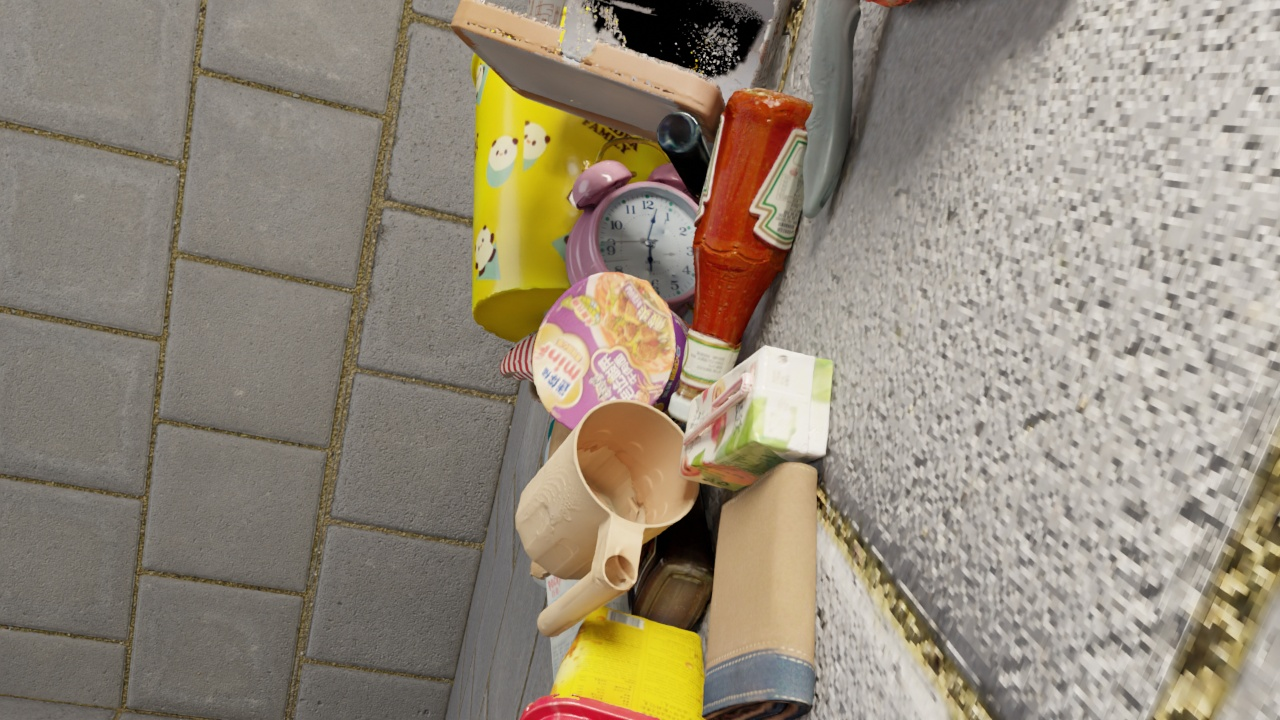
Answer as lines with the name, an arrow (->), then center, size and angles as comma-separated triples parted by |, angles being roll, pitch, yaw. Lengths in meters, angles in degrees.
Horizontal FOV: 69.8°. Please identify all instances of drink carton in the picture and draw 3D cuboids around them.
drink carton -> 0.058, 0.035, 0.502 | 0.123, 0.045, 0.053 | 133, 148, -69

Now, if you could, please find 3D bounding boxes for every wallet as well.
wallet -> 0.059, 0.117, 0.453 | 0.090, 0.033, 0.115 | 124, 156, -57

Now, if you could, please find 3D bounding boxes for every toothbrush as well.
toothbrush -> 0.043, -0.124, 0.629 | 0.212, 0.026, 0.027 | 17, -87, -77

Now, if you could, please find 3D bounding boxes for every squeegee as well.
squeegee -> 0.099, -0.201, 0.482 | 0.247, 0.040, 0.249 | -19, -72, -62

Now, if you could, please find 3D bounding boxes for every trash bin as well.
trash bin -> -0.057, -0.154, 0.870 | 0.230, 0.229, 0.255 | 132, 143, -70

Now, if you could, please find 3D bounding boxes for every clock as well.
clock -> 0.001, -0.104, 0.736 | 0.060, 0.117, 0.158 | 142, 124, -68

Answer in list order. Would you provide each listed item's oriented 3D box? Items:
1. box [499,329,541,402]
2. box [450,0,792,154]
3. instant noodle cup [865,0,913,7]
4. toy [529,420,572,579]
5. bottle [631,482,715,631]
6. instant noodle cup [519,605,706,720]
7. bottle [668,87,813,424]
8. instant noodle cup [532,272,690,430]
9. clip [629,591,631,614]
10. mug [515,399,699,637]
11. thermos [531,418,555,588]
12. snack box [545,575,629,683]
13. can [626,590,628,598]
box -> -0.050, 0.010, 0.793 | 0.164, 0.081, 0.074 | 0, 46, 52
box -> -0.008, -0.226, 0.613 | 0.192, 0.183, 0.156 | -46, -27, -67
instant noodle cup -> 0.125, -0.236, 0.361 | 0.189, 0.079, 0.164 | -127, 48, -73
toy -> -0.048, 0.091, 0.851 | 0.143, 0.082, 0.226 | -156, 86, -76
bottle -> 0.016, 0.106, 0.656 | 0.194, 0.044, 0.080 | -96, 25, -61
instant noodle cup -> -0.012, 0.217, 0.531 | 0.123, 0.116, 0.116 | -74, 0, -66
bottle -> 0.058, -0.059, 0.566 | 0.059, 0.059, 0.206 | -118, 41, -74
instant noodle cup -> -0.004, 0.004, 0.654 | 0.099, 0.112, 0.111 | 21, -102, -58
clip -> 0.009, 0.171, 0.660 | 0.097, 0.034, 0.061 | -83, 7, -70
mug -> -0.027, 0.101, 0.567 | 0.104, 0.084, 0.124 | -48, 25, 47
thermos -> -0.081, 0.151, 1.051 | 0.223, 0.073, 0.073 | -89, 15, -46
snack box -> -0.038, 0.229, 0.705 | 0.085, 0.026, 0.156 | -42, 45, 42
can -> -0.045, 0.192, 0.846 | 0.133, 0.053, 0.053 | -141, 63, -78
